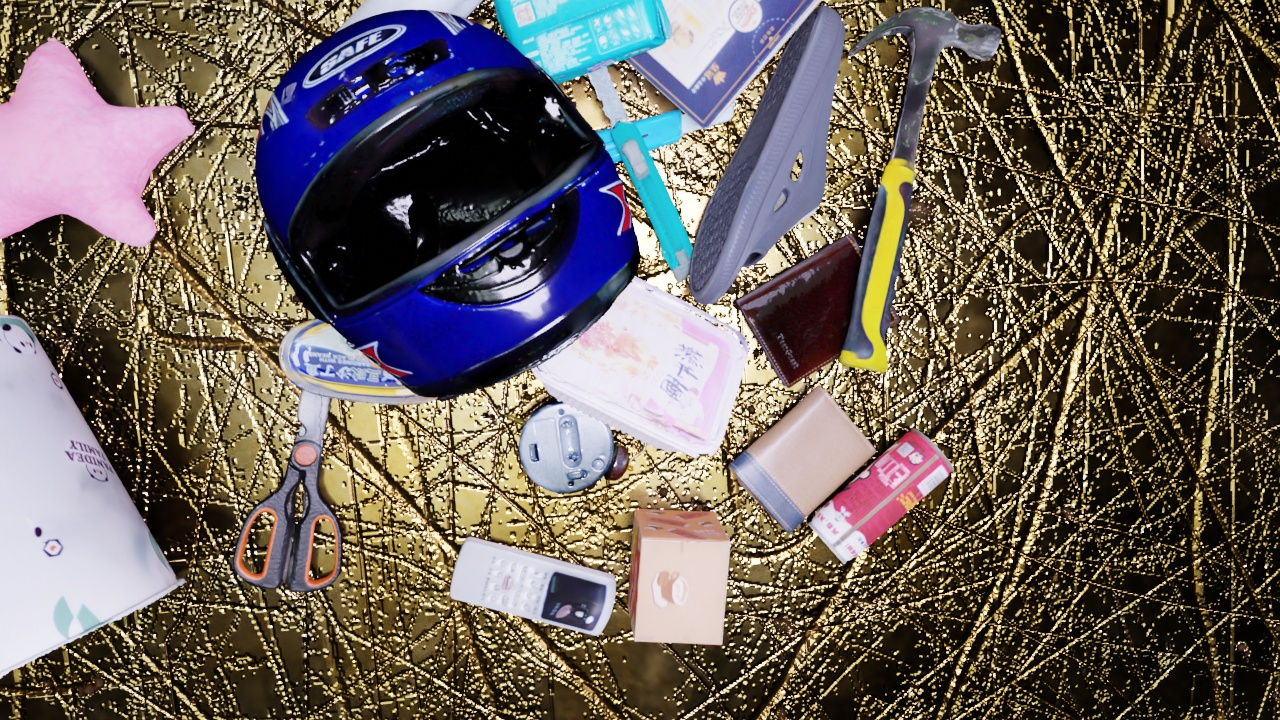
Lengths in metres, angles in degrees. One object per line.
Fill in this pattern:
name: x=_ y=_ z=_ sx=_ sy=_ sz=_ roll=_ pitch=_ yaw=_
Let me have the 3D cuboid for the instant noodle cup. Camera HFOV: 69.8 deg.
instant noodle cup: x=-0.005 y=0.005 z=0.788 sx=0.173 sy=0.061 sz=0.137 roll=27 pitch=55 yaw=-9

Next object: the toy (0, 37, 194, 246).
toy: x=-0.465 y=-0.178 z=0.747 sx=0.194 sy=0.075 sz=0.178 roll=-4 pitch=87 yaw=-8

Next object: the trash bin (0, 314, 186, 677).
trash bin: x=-0.522 y=0.115 z=0.707 sx=0.229 sy=0.229 sz=0.252 roll=-25 pitch=92 yaw=-2

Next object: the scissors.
scissors: x=-0.287 y=0.099 z=0.824 sx=0.143 sy=0.022 sz=0.235 roll=32 pitch=86 yaw=-16

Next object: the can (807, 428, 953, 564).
can: x=0.220 y=0.125 z=0.844 sx=0.133 sy=0.053 sz=0.053 roll=-42 pitch=98 yaw=1

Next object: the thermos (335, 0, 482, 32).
thermos: x=-0.187 y=-0.286 z=0.760 sx=0.073 sy=0.073 sz=0.224 roll=44 pitch=91 yaw=-8

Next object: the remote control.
remote control: x=-0.098 y=0.209 z=0.845 sx=0.150 sy=0.021 sz=0.058 roll=16 pitch=95 yaw=-5

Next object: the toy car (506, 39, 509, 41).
toy car: x=-0.096 y=-0.257 z=0.785 sx=0.042 sy=0.035 sz=0.090 roll=9 pitch=93 yaw=-8

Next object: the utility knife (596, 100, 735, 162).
utility knife: x=-0.007 y=-0.196 z=0.808 sx=0.194 sy=0.018 sz=0.034 roll=-18 pitch=97 yaw=-4

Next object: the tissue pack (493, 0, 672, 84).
tissue pack: x=-0.050 y=-0.278 z=0.731 sx=0.134 sy=0.050 sz=0.093 roll=-15 pitch=103 yaw=14

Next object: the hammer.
hammer: x=0.222 y=-0.152 z=0.808 sx=0.126 sy=0.032 sz=0.323 roll=12 pitch=89 yaw=-4

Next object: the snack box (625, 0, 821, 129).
snack box: x=0.048 y=-0.318 z=0.753 sx=0.182 sy=0.045 sz=0.178 roll=41 pitch=108 yaw=-5

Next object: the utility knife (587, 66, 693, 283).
utility knife: x=-0.002 y=-0.170 z=0.798 sx=0.029 sy=0.013 sz=0.223 roll=-28 pitch=107 yaw=-6

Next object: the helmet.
helmet: x=-0.147 y=-0.122 z=0.651 sx=0.247 sy=0.315 sz=0.240 roll=-37 pitch=107 yaw=-9

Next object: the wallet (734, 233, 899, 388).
wallet: x=0.162 y=-0.045 z=0.839 sx=0.122 sy=0.020 sz=0.096 roll=-31 pitch=98 yaw=2

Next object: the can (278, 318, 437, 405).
can: x=-0.231 y=0.000 z=0.791 sx=0.148 sy=0.049 sz=0.074 roll=7 pitch=92 yaw=-10

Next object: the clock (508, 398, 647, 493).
clock: x=-0.053 y=0.071 z=0.816 sx=0.122 sy=0.055 sz=0.082 roll=-8 pitch=96 yaw=-5

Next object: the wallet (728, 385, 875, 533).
wallet: x=0.149 y=0.091 z=0.847 sx=0.115 sy=0.033 sz=0.090 roll=-43 pitch=101 yaw=0

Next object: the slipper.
slipper: x=0.125 y=-0.163 z=0.778 sx=0.083 sy=0.111 sz=0.268 roll=23 pitch=90 yaw=-11

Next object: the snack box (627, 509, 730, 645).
snack box: x=0.031 y=0.190 z=0.816 sx=0.077 sy=0.094 sz=0.093 roll=4 pitch=96 yaw=-5
